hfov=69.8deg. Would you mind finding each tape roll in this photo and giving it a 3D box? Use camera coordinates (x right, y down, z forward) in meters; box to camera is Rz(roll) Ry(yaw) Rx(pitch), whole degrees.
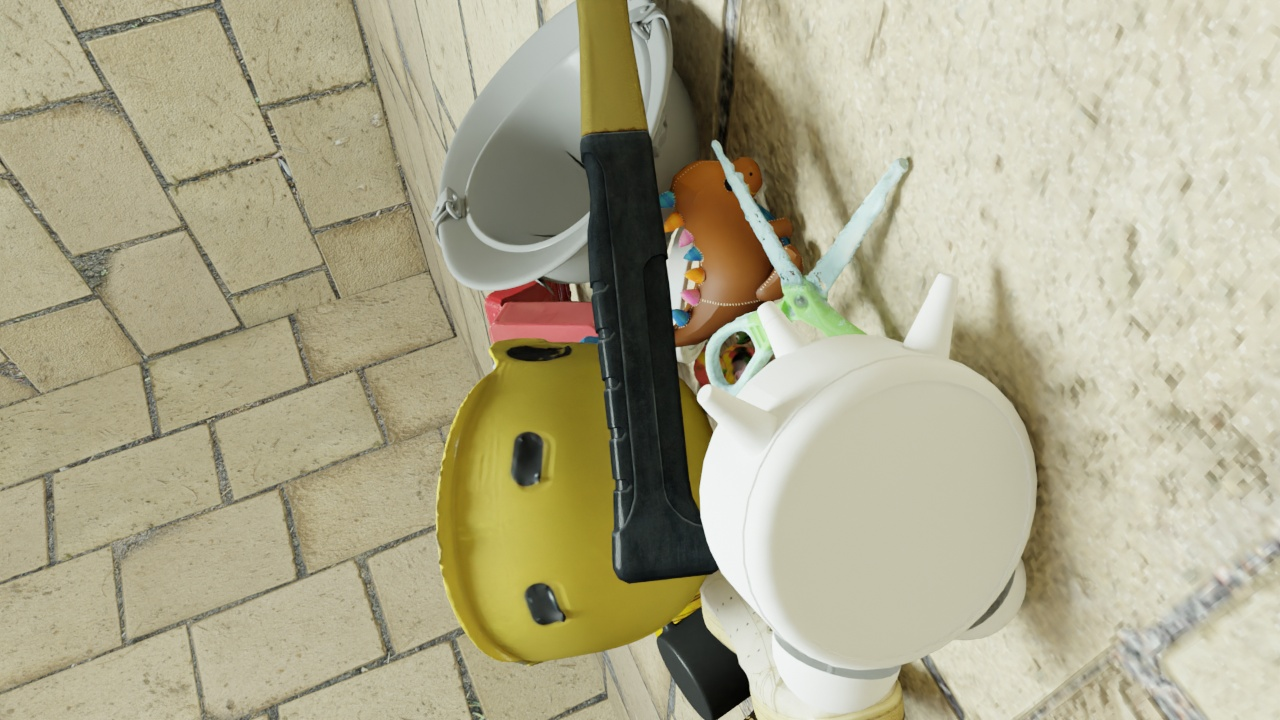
[{"bbox_3d":[0.032,-0.045,0.556,0.093,0.013,0.093,12,-91,-74],"label":"tape roll"}]

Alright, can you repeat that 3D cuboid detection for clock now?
[{"bbox_3d":[0.088,0.055,0.373,0.161,0.125,0.073,69,167,-20],"label":"clock"}]

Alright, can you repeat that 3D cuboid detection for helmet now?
[{"bbox_3d":[-0.023,-0.110,0.560,0.117,0.184,0.270,38,-158,-35],"label":"helmet"},{"bbox_3d":[-0.019,0.085,0.576,0.239,0.140,0.209,-18,-77,-80],"label":"helmet"}]

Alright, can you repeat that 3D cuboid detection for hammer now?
[{"bbox_3d":[-0.008,-0.072,0.407,0.025,0.118,0.333,135,130,-82],"label":"hammer"}]

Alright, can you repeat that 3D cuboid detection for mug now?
[{"bbox_3d":[0.060,0.218,0.741,0.113,0.087,0.078,58,162,9],"label":"mug"}]

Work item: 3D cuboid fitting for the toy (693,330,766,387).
[{"bbox_3d":[0.065,0.027,0.597,0.084,0.046,0.103,46,160,33],"label":"toy"}]

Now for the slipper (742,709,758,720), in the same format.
[{"bbox_3d":[0.120,0.277,0.650,0.113,0.076,0.268,59,-178,19],"label":"slipper"}]

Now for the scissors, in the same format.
[{"bbox_3d":[0.075,-0.027,0.434,0.171,0.022,0.174,59,145,2],"label":"scissors"}]

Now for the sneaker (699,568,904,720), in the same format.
[{"bbox_3d":[0.094,0.158,0.600,0.241,0.089,0.102,-156,56,-76],"label":"sneaker"}]

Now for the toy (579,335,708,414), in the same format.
[{"bbox_3d":[-0.005,0.004,0.765,0.176,0.112,0.071,-94,21,-48],"label":"toy"}]

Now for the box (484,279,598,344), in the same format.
[{"bbox_3d":[-0.075,-0.001,0.976,0.168,0.153,0.157,26,138,40],"label":"box"}]

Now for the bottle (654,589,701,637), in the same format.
[{"bbox_3d":[0.047,0.262,0.931,0.071,0.071,0.164,149,101,-76],"label":"bottle"}]

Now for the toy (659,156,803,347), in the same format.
[{"bbox_3d":[0.031,-0.054,0.483,0.090,0.103,0.070,53,178,-35],"label":"toy"}]
